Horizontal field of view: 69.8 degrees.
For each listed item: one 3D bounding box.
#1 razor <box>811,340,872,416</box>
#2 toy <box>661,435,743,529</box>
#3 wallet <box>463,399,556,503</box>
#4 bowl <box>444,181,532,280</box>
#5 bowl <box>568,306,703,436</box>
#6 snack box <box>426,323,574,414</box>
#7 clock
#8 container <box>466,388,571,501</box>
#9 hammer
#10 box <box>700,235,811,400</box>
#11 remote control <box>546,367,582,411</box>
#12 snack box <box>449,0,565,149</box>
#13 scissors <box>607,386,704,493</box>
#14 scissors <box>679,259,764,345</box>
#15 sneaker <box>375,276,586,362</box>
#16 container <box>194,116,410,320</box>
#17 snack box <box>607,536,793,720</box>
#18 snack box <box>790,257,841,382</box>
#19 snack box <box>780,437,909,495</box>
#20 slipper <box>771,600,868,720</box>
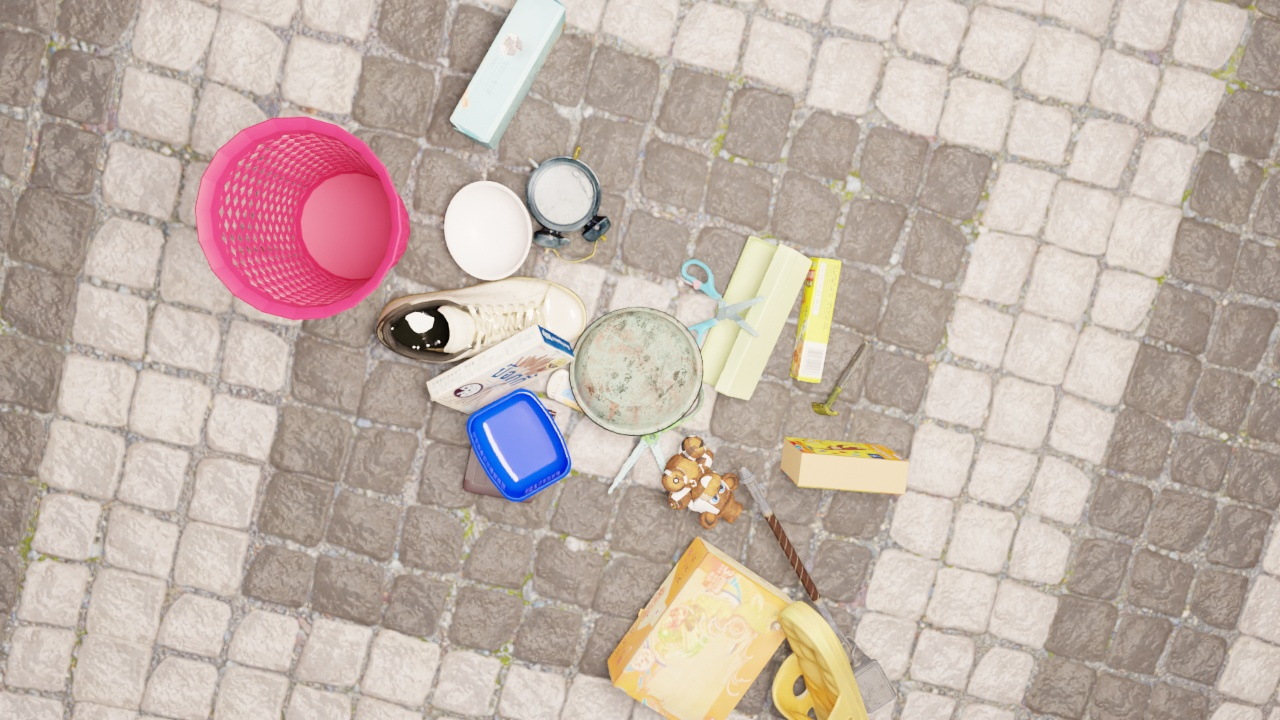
[{"bbox_3d":[0.249,0.021,1.113,0.026,0.042,0.106,35,84,-5],"label":"razor"},{"bbox_3d":[0.075,0.151,1.096,0.112,0.067,0.087,38,64,-10],"label":"toy"},{"bbox_3d":[-0.158,0.107,1.100,0.091,0.018,0.115,12,94,-5],"label":"wallet"},{"bbox_3d":[-0.165,-0.149,1.048,0.110,0.040,0.110,5,104,20],"label":"bowl"},{"bbox_3d":[-0.006,0.006,1.055,0.157,0.038,0.157,-1,73,3],"label":"bowl"},{"bbox_3d":[-0.157,0.012,1.038,0.150,0.082,0.026,-27,66,13],"label":"snack box"},{"bbox_3d":[-0.085,-0.176,1.054,0.090,0.052,0.129,-14,102,-3],"label":"clock"},{"bbox_3d":[-0.140,0.096,1.065,0.096,0.058,0.114,-29,94,-4],"label":"container"},{"bbox_3d":[0.200,0.265,1.102,0.044,0.098,0.322,-31,98,-5],"label":"hammer"},{"bbox_3d":[0.137,-0.047,1.086,0.077,0.089,0.188,19,95,-37],"label":"box"},{"bbox_3d":[-0.053,0.048,1.100,0.125,0.018,0.038,25,94,-9],"label":"remote control"},{"bbox_3d":[-0.145,-0.322,1.019,0.053,0.075,0.175,30,94,-8],"label":"snack box"},{"bbox_3d":[0.008,0.087,1.102,0.168,0.023,0.171,41,85,-25],"label":"scissors"},{"bbox_3d":[0.082,-0.052,1.069,0.015,0.136,0.126,1,126,-46],"label":"scissors"},{"bbox_3d":[-0.181,-0.045,1.035,0.241,0.102,0.089,-6,97,-4],"label":"sneaker"},{"bbox_3d":[-0.322,-0.142,0.951,0.183,0.225,0.183,0,97,-4],"label":"container"},{"bbox_3d":[0.073,0.332,1.110,0.145,0.080,0.195,35,92,-12],"label":"snack box"},{"bbox_3d":[0.208,-0.049,1.095,0.029,0.040,0.148,8,96,-6],"label":"snack box"},{"bbox_3d":[0.241,0.125,1.094,0.126,0.088,0.040,5,96,-5],"label":"snack box"},{"bbox_3d":[0.203,0.392,1.075,0.078,0.099,0.264,-34,124,-20],"label":"slipper"}]
